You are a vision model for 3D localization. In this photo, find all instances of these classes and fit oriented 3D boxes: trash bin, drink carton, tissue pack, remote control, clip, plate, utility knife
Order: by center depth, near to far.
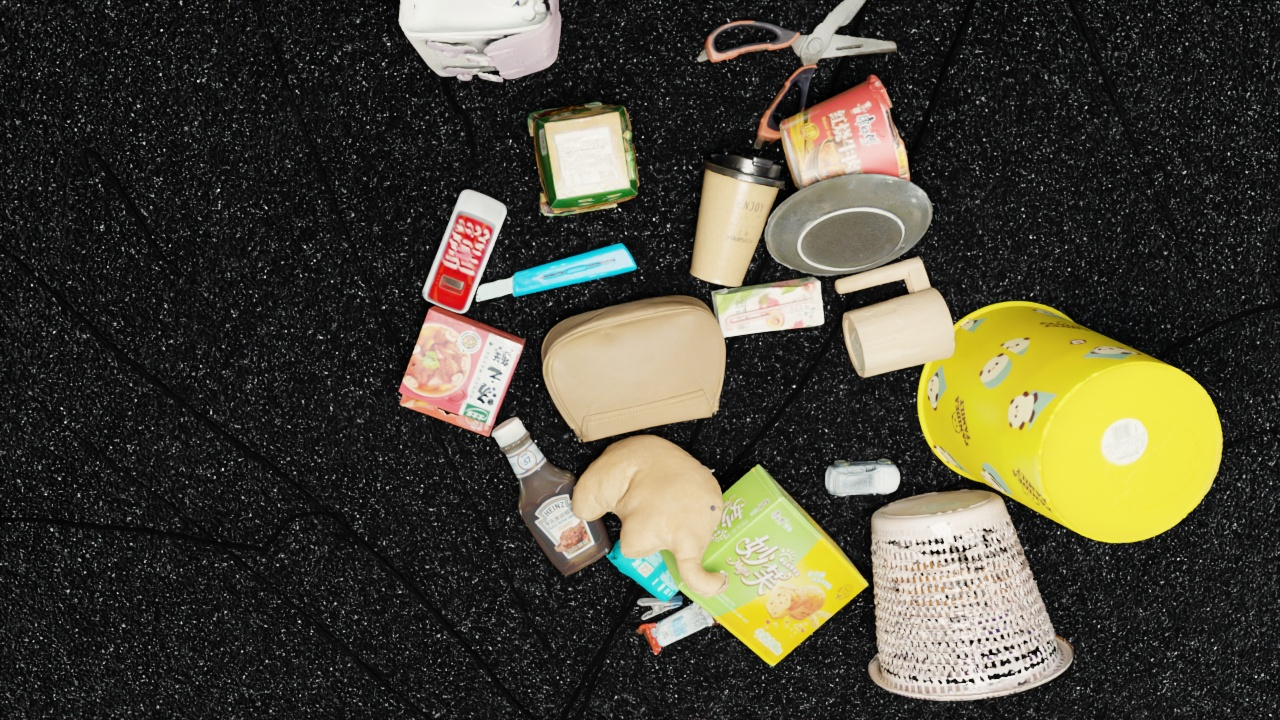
[{"bbox_3d":[0.226,-0.137,0.994,0.179,0.180,0.024,0,60,-4],"label":"plate"},{"bbox_3d":[0.458,0.066,0.998,0.229,0.255,0.230,-1,102,-4],"label":"trash bin"},{"bbox_3d":[-0.199,-0.122,1.035,0.056,0.020,0.136,23,99,-7],"label":"remote control"},{"bbox_3d":[-0.099,-0.097,1.048,0.187,0.018,0.034,-14,102,0],"label":"utility knife"},{"bbox_3d":[0.146,-0.061,1.058,0.122,0.045,0.053,-8,103,-2],"label":"drink carton"},{"bbox_3d":[0.361,0.259,1.065,0.227,0.227,0.192,-12,89,-2],"label":"trash bin"},{"bbox_3d":[0.035,0.221,1.104,0.093,0.050,0.133,43,96,-13],"label":"tissue pack"},{"bbox_3d":[0.026,0.304,1.134,0.056,0.024,0.026,-13,99,2],"label":"clip"}]

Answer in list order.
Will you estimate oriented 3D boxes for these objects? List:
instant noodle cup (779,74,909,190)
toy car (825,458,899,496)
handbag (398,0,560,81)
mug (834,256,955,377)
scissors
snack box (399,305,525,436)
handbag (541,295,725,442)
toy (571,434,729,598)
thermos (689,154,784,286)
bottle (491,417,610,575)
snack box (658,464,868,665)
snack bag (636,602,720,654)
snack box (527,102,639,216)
[{"bbox_3d":[0.217,-0.223,0.993,0.109,0.137,0.138,-18,102,9],"label":"instant noodle cup"},{"bbox_3d":[0.271,0.144,1.114,0.090,0.034,0.043,-1,98,-5],"label":"toy car"},{"bbox_3d":[-0.151,-0.335,0.907,0.145,0.197,0.098,-3,99,-4],"label":"handbag"},{"bbox_3d":[0.290,-0.050,1.059,0.103,0.084,0.124,-15,78,0],"label":"mug"},{"bbox_3d":[0.174,-0.340,1.020,0.189,0.015,0.227,30,97,-9],"label":"scissors"},{"bbox_3d":[-0.207,0.017,1.049,0.113,0.044,0.127,20,99,-8],"label":"snack box"},{"bbox_3d":[-0.006,0.006,1.038,0.204,0.099,0.148,-11,109,-2],"label":"handbag"},{"bbox_3d":[0.027,0.164,1.017,0.143,0.226,0.082,-46,139,-14],"label":"toy"},{"bbox_3d":[0.101,-0.159,1.017,0.093,0.093,0.143,12,107,-6],"label":"thermos"},{"bbox_3d":[-0.111,0.157,1.085,0.080,0.044,0.195,-30,101,1],"label":"bottle"},{"bbox_3d":[0.146,0.244,1.073,0.158,0.070,0.210,-42,123,4],"label":"snack box"},{"bbox_3d":[0.050,0.327,1.138,0.105,0.026,0.045,-26,93,1],"label":"snack bag"},{"bbox_3d":[-0.060,-0.218,0.982,0.117,0.105,0.118,-10,101,-2],"label":"snack box"}]
